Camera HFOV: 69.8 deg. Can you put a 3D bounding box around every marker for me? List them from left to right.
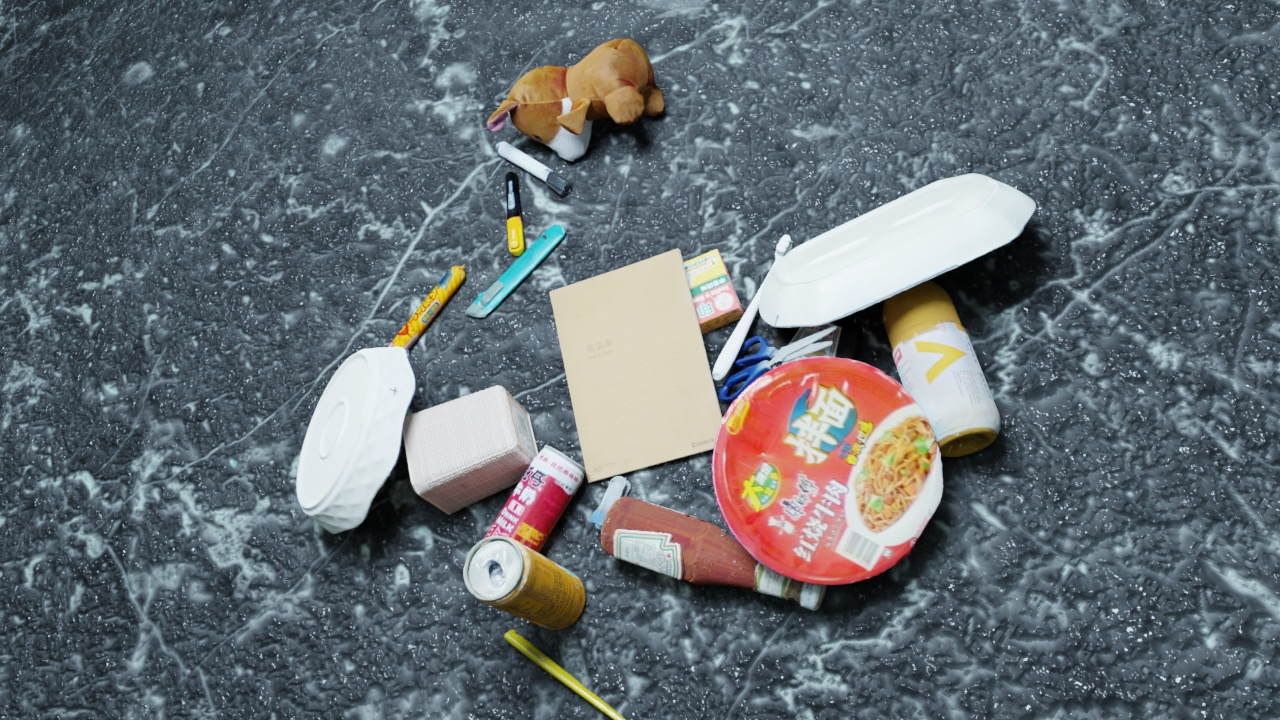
[{"bbox_3d":[-0.152,-0.179,1.102,0.018,0.015,0.123,-13,60,9],"label":"marker"},{"bbox_3d":[-0.133,-0.235,1.120,0.131,0.018,0.022,34,90,30],"label":"marker"}]

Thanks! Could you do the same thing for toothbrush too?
[{"bbox_3d":[-0.051,0.298,0.836,0.190,0.016,0.016,26,72,29],"label":"toothbrush"},{"bbox_3d":[0.114,-0.055,0.930,0.016,0.016,0.179,20,67,22],"label":"toothbrush"}]

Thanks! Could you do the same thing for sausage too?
[{"bbox_3d":[-0.257,-0.048,1.074,0.021,0.021,0.165,31,79,29],"label":"sausage"}]

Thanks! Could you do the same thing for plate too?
[{"bbox_3d":[-0.304,0.077,0.962,0.205,0.045,0.204,-33,46,42],"label":"plate"},{"bbox_3d":[0.230,-0.110,0.861,0.266,0.034,0.161,-24,21,8],"label":"plate"}]

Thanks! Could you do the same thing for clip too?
[{"bbox_3d":[-0.028,0.140,0.902,0.027,0.045,0.058,10,64,25],"label":"clip"}]

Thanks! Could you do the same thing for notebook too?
[{"bbox_3d":[-0.006,0.005,0.935,0.150,0.012,0.211,-17,74,14],"label":"notebook"}]

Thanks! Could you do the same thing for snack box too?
[{"bbox_3d":[0.024,-0.052,0.968,0.156,0.027,0.077,-22,62,10],"label":"snack box"}]

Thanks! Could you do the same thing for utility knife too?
[{"bbox_3d":[-0.144,-0.103,1.063,0.151,0.013,0.029,-46,61,-5],"label":"utility knife"}]

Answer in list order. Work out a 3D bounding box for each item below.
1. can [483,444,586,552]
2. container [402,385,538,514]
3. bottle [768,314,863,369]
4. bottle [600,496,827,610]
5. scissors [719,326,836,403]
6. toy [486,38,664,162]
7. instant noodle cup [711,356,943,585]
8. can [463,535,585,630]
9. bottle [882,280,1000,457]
[{"bbox_3d":[-0.108,0.152,0.903,0.053,0.053,0.132,26,78,29],"label":"can"},{"bbox_3d":[-0.170,0.089,0.939,0.111,0.090,0.089,-21,60,6],"label":"container"},{"bbox_3d":[0.143,0.040,0.871,0.080,0.044,0.194,20,75,29],"label":"bottle"},{"bbox_3d":[0.065,0.176,0.827,0.206,0.060,0.059,14,71,23],"label":"bottle"},{"bbox_3d":[0.130,-0.011,0.854,0.174,0.012,0.124,-45,21,36],"label":"scissors"},{"bbox_3d":[-0.075,-0.301,1.084,0.200,0.139,0.130,-1,107,21],"label":"toy"},{"bbox_3d":[0.157,0.096,0.800,0.194,0.066,0.193,0,81,1],"label":"instant noodle cup"},{"bbox_3d":[-0.101,0.202,0.823,0.058,0.146,0.058,-8,63,16],"label":"can"},{"bbox_3d":[0.265,-0.008,0.833,0.068,0.068,0.189,-17,60,12],"label":"bottle"}]
